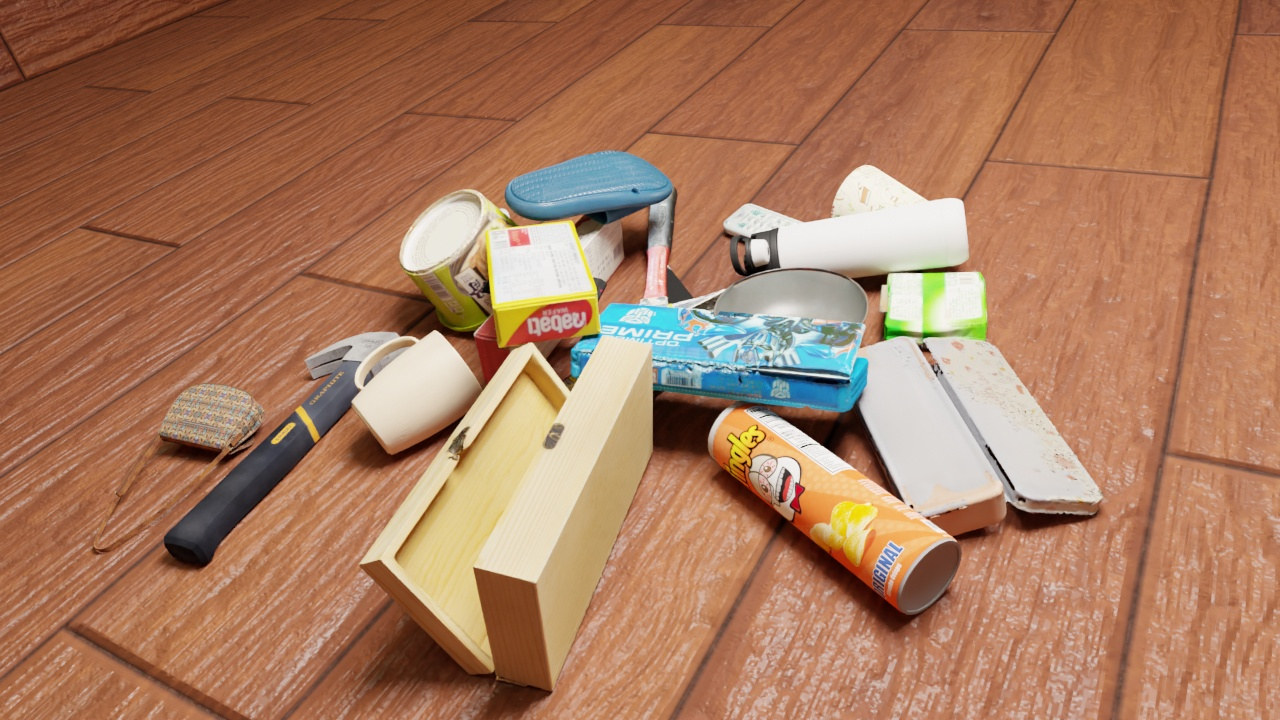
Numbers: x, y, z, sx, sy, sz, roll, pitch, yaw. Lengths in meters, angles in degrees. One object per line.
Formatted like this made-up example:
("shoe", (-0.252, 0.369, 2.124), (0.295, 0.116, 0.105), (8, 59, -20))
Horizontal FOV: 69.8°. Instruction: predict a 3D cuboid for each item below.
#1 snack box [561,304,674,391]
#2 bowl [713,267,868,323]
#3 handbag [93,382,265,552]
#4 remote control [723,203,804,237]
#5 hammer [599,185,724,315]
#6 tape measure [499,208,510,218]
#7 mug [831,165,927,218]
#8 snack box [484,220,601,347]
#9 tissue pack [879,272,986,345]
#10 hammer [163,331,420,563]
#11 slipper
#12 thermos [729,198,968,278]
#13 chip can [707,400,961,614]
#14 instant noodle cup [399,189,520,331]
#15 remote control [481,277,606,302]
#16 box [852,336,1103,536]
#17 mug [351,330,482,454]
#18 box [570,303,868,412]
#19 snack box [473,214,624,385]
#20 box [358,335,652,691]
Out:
("snack box", (-0.005, 0.005, 0.885), (0.148, 0.026, 0.061), (-36, 49, -20))
("bowl", (0.146, -0.030, 0.889), (0.151, 0.057, 0.150), (-7, 36, 5))
("handbag", (-0.445, 0.106, 0.880), (0.094, 0.043, 0.195), (8, 48, 18))
("remote control", (0.158, -0.148, 1.075), (0.050, 0.022, 0.133), (-41, 44, -19))
("hammer", (0.031, -0.127, 1.072), (0.140, 0.036, 0.325), (-6, 35, 8))
("tape measure", (-0.190, -0.153, 1.134), (0.064, 0.065, 0.016), (-13, 36, -9))
("mug", (0.264, -0.149, 1.024), (0.122, 0.081, 0.097), (-45, 52, -10))
("snack box", (-0.096, -0.078, 0.866), (0.092, 0.042, 0.200), (-8, 28, -7))
("tissue pack", (0.288, -0.052, 0.904), (0.100, 0.034, 0.113), (1, 36, 17))
("hammer", (-0.327, 0.073, 0.887), (0.139, 0.035, 0.311), (5, 39, 23))
("slipper", (-0.052, -0.184, 1.024), (0.213, 0.059, 0.104), (-20, 46, -36))
("thermos", (0.216, -0.120, 0.951), (0.230, 0.068, 0.101), (-6, -4, 19))
("chip can", (0.140, 0.104, 0.701), (0.062, 0.062, 0.210), (-28, 39, -23))
("instant noodle cup", (-0.191, -0.115, 1.012), (0.146, 0.098, 0.146), (-21, 46, 23))
("remote control", (-0.098, -0.074, 0.922), (0.125, 0.010, 0.039), (5, 38, 15))
("box", (0.263, 0.054, 0.763), (0.157, 0.063, 0.216), (-1, 35, -6))
("mug", (-0.222, 0.026, 0.874), (0.104, 0.085, 0.111), (-38, 60, -17))
("box", (0.067, -0.008, 0.787), (0.244, 0.066, 0.090), (6, 14, 21))
("snack box", (-0.091, -0.073, 0.993), (0.044, 0.077, 0.272), (11, 41, 20))
("box", (-0.076, 0.104, 0.701), (0.149, 0.141, 0.247), (2, 37, 22))
